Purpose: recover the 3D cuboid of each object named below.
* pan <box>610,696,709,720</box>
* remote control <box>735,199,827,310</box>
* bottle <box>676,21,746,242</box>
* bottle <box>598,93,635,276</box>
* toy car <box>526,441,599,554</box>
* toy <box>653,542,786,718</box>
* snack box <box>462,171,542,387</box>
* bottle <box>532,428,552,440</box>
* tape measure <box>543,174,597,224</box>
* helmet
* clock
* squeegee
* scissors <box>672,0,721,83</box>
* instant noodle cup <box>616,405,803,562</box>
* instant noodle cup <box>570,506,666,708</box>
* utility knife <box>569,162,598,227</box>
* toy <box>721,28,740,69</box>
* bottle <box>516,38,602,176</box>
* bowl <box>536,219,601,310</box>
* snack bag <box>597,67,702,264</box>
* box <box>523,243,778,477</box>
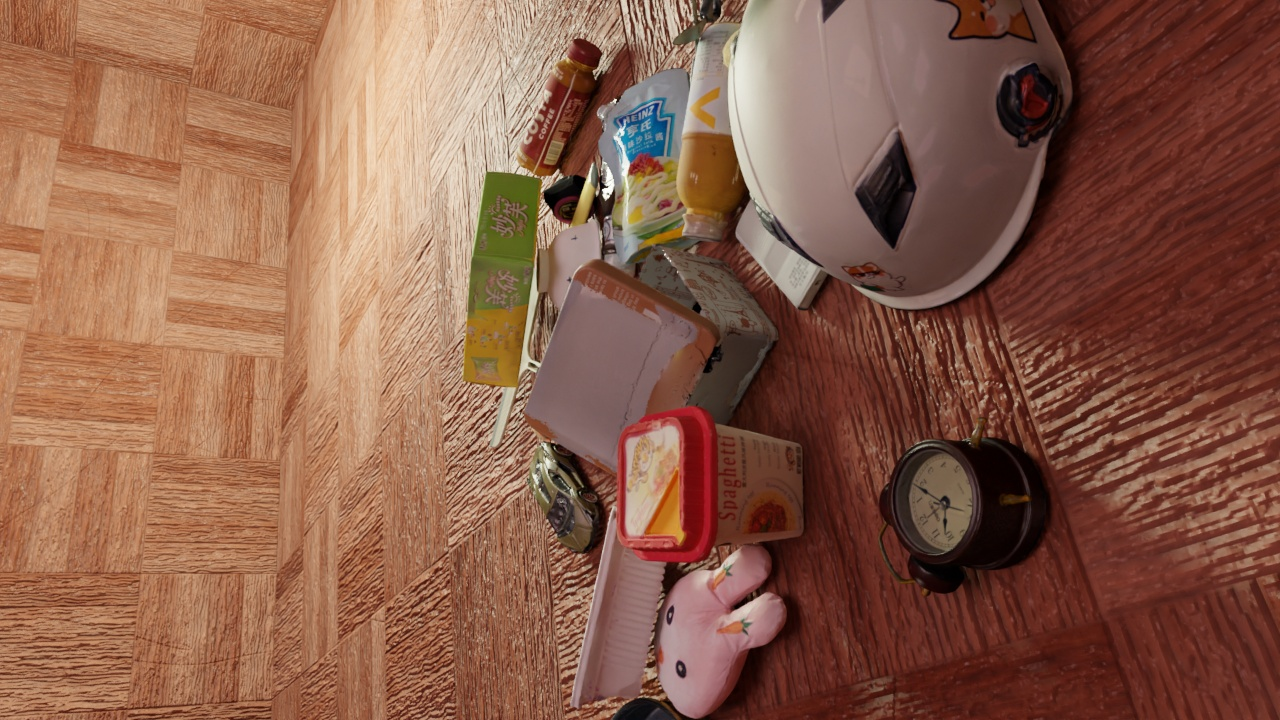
[{"bbox_3d":[-0.025,0.457,0.832,0.358,0.078,0.197,-62,35,30],"label":"pan"},{"bbox_3d":[0.118,-0.095,0.770,0.049,0.024,0.125,-65,35,28],"label":"remote control"},{"bbox_3d":[0.072,-0.203,0.828,0.068,0.068,0.189,17,98,59],"label":"bottle"},{"bbox_3d":[-0.018,-0.188,1.002,0.080,0.044,0.194,-9,76,63],"label":"bottle"},{"bbox_3d":[-0.089,0.155,1.048,0.158,0.042,0.070,48,125,49],"label":"toy car"},{"bbox_3d":[0.061,0.223,0.768,0.160,0.054,0.121,-53,32,31],"label":"toy"},{"bbox_3d":[-0.165,-0.093,1.088,0.211,0.070,0.157,105,168,-47],"label":"snack box"},{"bbox_3d":[-0.091,0.066,1.055,0.150,0.066,0.066,156,117,-63],"label":"bottle"},{"bbox_3d":[-0.081,-0.193,1.094,0.057,0.058,0.039,-25,52,18],"label":"tape measure"},{"bbox_3d":[0.144,-0.179,0.613,0.231,0.156,0.274,-8,77,59],"label":"helmet"},{"bbox_3d":[0.192,0.095,0.570,0.122,0.055,0.082,-56,40,40],"label":"clock"},{"bbox_3d":[-0.123,0.013,1.117,0.247,0.039,0.246,-158,82,-74],"label":"squeegee"},{"bbox_3d":[0.051,-0.300,0.847,0.178,0.014,0.160,-60,-26,-55],"label":"scissors"},{"bbox_3d":[0.058,0.100,0.727,0.117,0.124,0.116,-17,69,57],"label":"instant noodle cup"},{"bbox_3d":[-0.017,0.231,0.833,0.138,0.060,0.173,96,-173,-70],"label":"instant noodle cup"},{"bbox_3d":[-0.082,-0.149,1.095,0.217,0.022,0.031,123,142,-47],"label":"utility knife"},{"bbox_3d":[0.109,-0.289,0.757,0.066,0.105,0.157,3,59,22],"label":"toy"},{"bbox_3d":[-0.101,-0.317,1.156,0.175,0.057,0.057,-58,38,34],"label":"bottle"},{"bbox_3d":[-0.084,-0.101,1.036,0.118,0.064,0.118,180,91,-79],"label":"bowl"},{"bbox_3d":[0.011,-0.198,0.928,0.111,0.038,0.190,-20,70,33],"label":"snack bag"},{"bbox_3d":[-0.006,0.005,0.808,0.183,0.174,0.152,-63,34,28],"label":"box"}]
